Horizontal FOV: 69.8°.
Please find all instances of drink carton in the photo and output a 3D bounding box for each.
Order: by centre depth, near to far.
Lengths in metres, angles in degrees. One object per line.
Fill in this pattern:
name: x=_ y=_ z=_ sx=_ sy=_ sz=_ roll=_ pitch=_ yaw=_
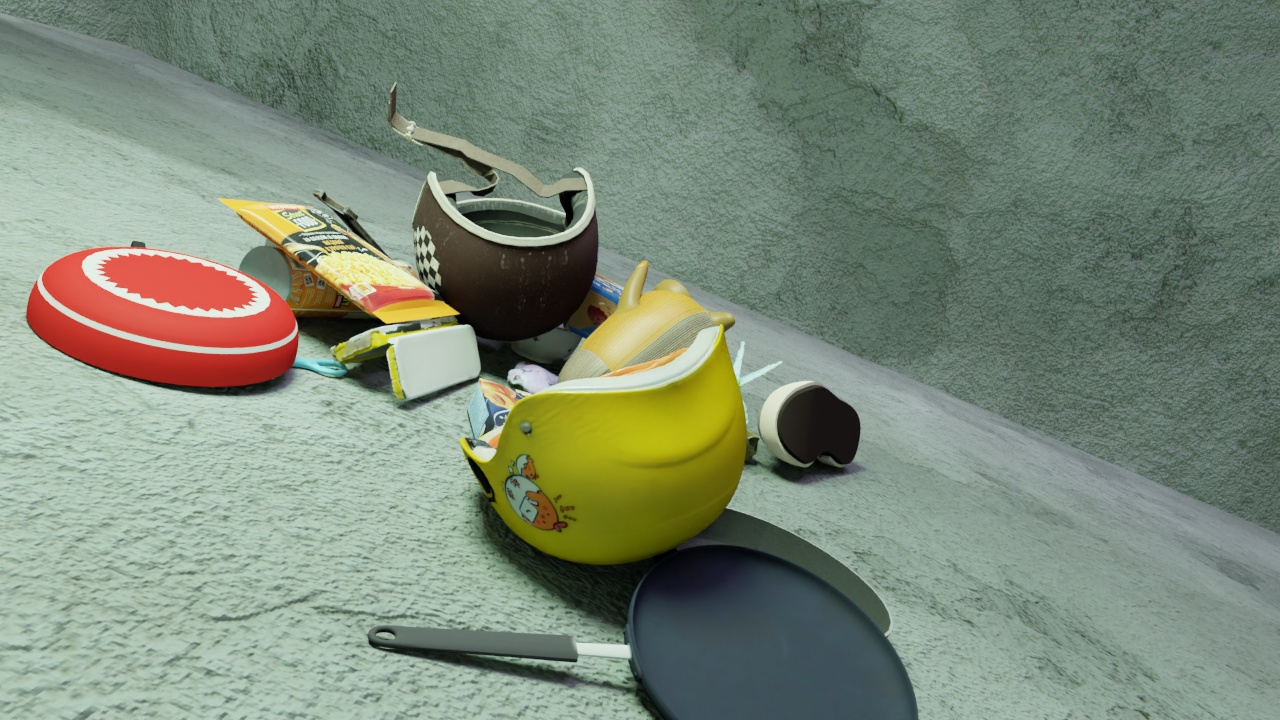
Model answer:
drink carton: x=-0.127 y=0.063 z=0.879 sx=0.064 sy=0.040 sz=0.130 roll=18 pitch=13 yaw=-21

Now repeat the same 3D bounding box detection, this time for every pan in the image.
pan: x=0.012 y=0.184 z=0.572 sx=0.356 sy=0.021 sz=0.198 roll=10 pitch=30 yaw=-21
pan: x=0.060 y=0.153 z=0.811 sx=0.203 sy=0.044 sz=0.356 roll=12 pitch=16 yaw=-44
pan: x=-0.440 y=-0.069 z=0.845 sx=0.208 sy=0.067 sz=0.356 roll=8 pitch=21 yaw=-37

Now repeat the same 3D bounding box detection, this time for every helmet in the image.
helmet: x=-0.020 y=0.083 z=0.702 sx=0.208 sy=0.139 sz=0.241 roll=-21 pitch=-4 yaw=-33
helmet: x=-0.166 y=-0.151 z=1.090 sx=0.233 sy=0.254 sz=0.233 roll=-6 pitch=51 yaw=-22

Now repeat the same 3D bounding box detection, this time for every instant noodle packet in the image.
instant noodle packet: x=-0.312 y=-0.107 z=0.972 sx=0.221 sy=0.032 sz=0.159 roll=35 pitch=13 yaw=8

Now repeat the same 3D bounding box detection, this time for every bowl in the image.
bowl: x=-0.138 y=-0.036 z=1.251 sx=0.113 sy=0.063 sz=0.113 roll=21 pitch=11 yaw=-5

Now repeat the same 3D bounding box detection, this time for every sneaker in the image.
sneaker: x=0.206 y=0.083 z=1.264 sx=0.117 sy=0.111 sz=0.293 roll=8 pitch=-2 yaw=30

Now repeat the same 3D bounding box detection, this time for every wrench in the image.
wrench: x=-0.344 y=-0.154 z=1.142 sx=0.070 sy=0.010 sz=0.273 roll=29 pitch=-10 yaw=4

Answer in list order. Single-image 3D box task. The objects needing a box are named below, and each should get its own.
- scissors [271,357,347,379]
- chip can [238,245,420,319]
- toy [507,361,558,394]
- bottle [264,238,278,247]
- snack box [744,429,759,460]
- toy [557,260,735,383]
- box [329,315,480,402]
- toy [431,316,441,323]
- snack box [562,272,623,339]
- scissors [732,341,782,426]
scissors: x=-0.339 y=-0.005 z=0.866 sx=0.135 sy=0.015 sz=0.135 roll=14 pitch=20 yaw=-32
chip can: x=-0.346 y=-0.084 z=1.046 sx=0.075 sy=0.075 sz=0.214 roll=27 pitch=12 yaw=21
toy: x=-0.117 y=0.029 z=1.067 sx=0.080 sy=0.036 sz=0.099 roll=28 pitch=10 yaw=-8
bottle: x=-0.381 y=-0.118 z=1.116 sx=0.046 sy=0.084 sz=0.173 roll=27 pitch=11 yaw=19
snack box: x=0.057 y=0.072 z=1.184 sx=0.181 sy=0.045 sz=0.121 roll=35 pitch=14 yaw=36
toy: x=-0.006 y=0.006 z=1.068 sx=0.198 sy=0.202 sz=0.163 roll=60 pitch=-27 yaw=-7
box: x=-0.243 y=-0.005 z=0.960 sx=0.080 sy=0.079 sz=0.209 roll=-6 pitch=5 yaw=11
toy: x=-0.224 y=-0.063 z=1.204 sx=0.100 sy=0.062 sz=0.076 roll=5 pitch=-7 yaw=0
snack box: x=-0.006 y=-0.044 z=1.249 sx=0.202 sy=0.069 sz=0.155 roll=28 pitch=10 yaw=-15
scissors: x=0.111 y=0.026 z=1.160 sx=0.139 sy=0.028 sz=0.170 roll=15 pitch=39 yaw=8
